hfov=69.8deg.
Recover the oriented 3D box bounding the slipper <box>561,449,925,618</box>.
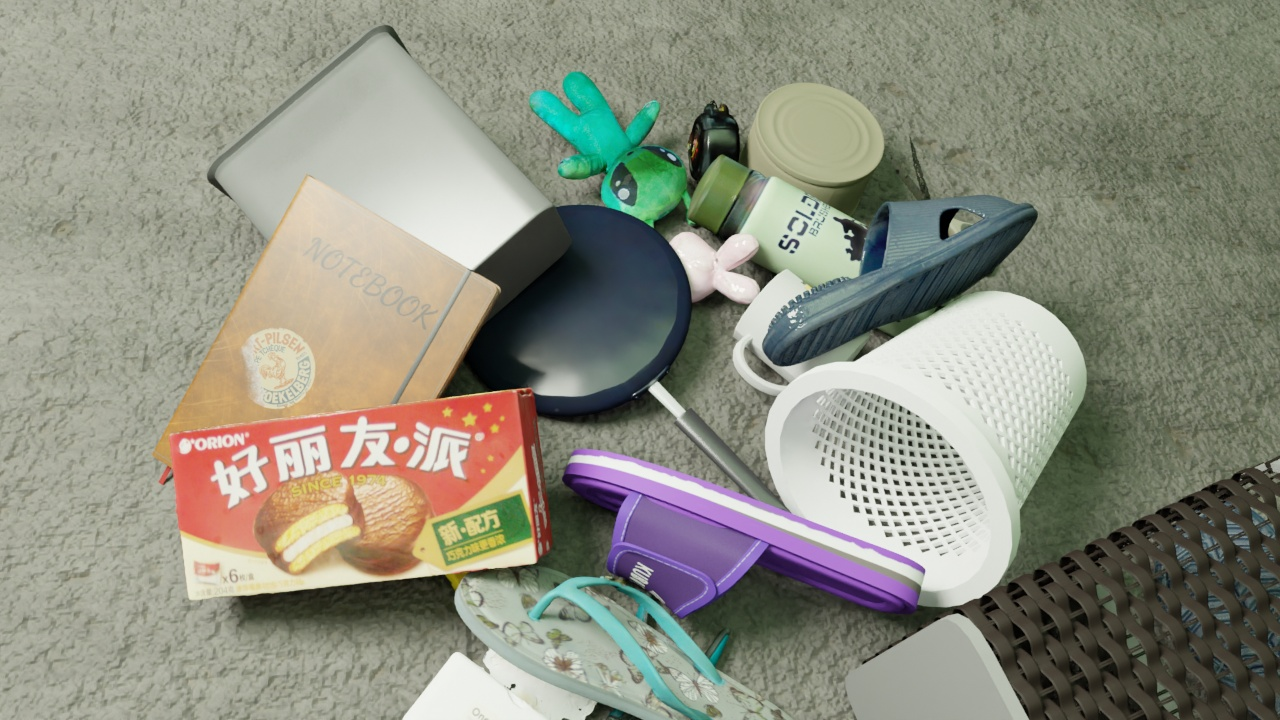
[{"bbox_3d":[0.058,0.146,0.648,0.266,0.107,0.084,18,71,9],"label":"slipper"}]

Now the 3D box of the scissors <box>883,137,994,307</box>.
[{"bbox_3d":[0.280,-0.124,0.866,0.158,0.013,0.162,22,75,-24],"label":"scissors"}]

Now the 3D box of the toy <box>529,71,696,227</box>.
[{"bbox_3d":[-0.021,-0.186,0.855,0.130,0.073,0.193,-38,82,-24],"label":"toy"}]

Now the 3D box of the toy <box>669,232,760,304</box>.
[{"bbox_3d":[0.054,-0.080,0.806,0.110,0.047,0.063,6,89,28],"label":"toy"}]

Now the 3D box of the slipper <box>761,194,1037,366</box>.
[{"bbox_3d":[0.197,-0.082,0.725,0.263,0.101,0.082,-24,69,-18],"label":"slipper"}]

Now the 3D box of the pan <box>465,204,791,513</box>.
[{"bbox_3d":[-0.004,0.004,0.742,0.198,0.021,0.356,-40,69,-13],"label":"pan"}]

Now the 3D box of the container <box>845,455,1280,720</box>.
[{"bbox_3d":[0.309,0.242,0.567,0.243,0.248,0.245,-16,65,-14],"label":"container"}]

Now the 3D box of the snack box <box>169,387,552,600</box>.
[{"bbox_3d":[-0.184,0.088,0.616,0.236,0.060,0.113,-7,88,4],"label":"snack box"}]

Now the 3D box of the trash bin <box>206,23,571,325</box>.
[{"bbox_3d":[-0.199,-0.124,0.739,0.191,0.097,0.220,-42,75,-4],"label":"trash bin"}]

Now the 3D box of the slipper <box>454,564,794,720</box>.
[{"bbox_3d":[0.009,0.193,0.605,0.269,0.055,0.098,30,18,-5],"label":"slipper"}]

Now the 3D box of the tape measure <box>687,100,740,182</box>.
[{"bbox_3d":[0.070,-0.202,0.875,0.042,0.072,0.072,4,66,-12],"label":"tape measure"}]

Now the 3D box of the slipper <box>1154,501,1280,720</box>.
[{"bbox_3d":[0.494,0.230,0.695,0.095,0.105,0.252,27,31,-43],"label":"slipper"}]

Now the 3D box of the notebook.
[{"bbox_3d":[-0.223,0.020,0.658,0.178,0.014,0.249,30,93,3],"label":"notebook"}]

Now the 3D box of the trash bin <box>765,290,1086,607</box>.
[{"bbox_3d":[0.235,0.048,0.706,0.195,0.196,0.199,45,54,15],"label":"trash bin"}]

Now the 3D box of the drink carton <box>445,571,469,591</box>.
[{"bbox_3d":[-0.141,0.106,0.679,0.058,0.043,0.134,-29,69,-22],"label":"drink carton"}]

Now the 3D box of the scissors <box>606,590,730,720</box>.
[{"bbox_3d":[0.010,0.231,0.649,0.156,0.019,0.124,-22,66,-22],"label":"scissors"}]

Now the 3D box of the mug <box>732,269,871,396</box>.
[{"bbox_3d":[0.127,-0.012,0.774,0.089,0.074,0.105,40,62,13],"label":"mug"}]

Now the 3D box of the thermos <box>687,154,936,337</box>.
[{"bbox_3d":[0.154,-0.105,0.822,0.231,0.082,0.082,28,60,2],"label":"thermos"}]

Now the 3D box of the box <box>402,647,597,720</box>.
[{"bbox_3d":[-0.067,0.215,0.608,0.108,0.128,0.136,36,70,10],"label":"box"}]

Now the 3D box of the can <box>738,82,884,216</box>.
[{"bbox_3d":[0.162,-0.196,0.884,0.127,0.073,0.127,4,60,-8],"label":"can"}]
